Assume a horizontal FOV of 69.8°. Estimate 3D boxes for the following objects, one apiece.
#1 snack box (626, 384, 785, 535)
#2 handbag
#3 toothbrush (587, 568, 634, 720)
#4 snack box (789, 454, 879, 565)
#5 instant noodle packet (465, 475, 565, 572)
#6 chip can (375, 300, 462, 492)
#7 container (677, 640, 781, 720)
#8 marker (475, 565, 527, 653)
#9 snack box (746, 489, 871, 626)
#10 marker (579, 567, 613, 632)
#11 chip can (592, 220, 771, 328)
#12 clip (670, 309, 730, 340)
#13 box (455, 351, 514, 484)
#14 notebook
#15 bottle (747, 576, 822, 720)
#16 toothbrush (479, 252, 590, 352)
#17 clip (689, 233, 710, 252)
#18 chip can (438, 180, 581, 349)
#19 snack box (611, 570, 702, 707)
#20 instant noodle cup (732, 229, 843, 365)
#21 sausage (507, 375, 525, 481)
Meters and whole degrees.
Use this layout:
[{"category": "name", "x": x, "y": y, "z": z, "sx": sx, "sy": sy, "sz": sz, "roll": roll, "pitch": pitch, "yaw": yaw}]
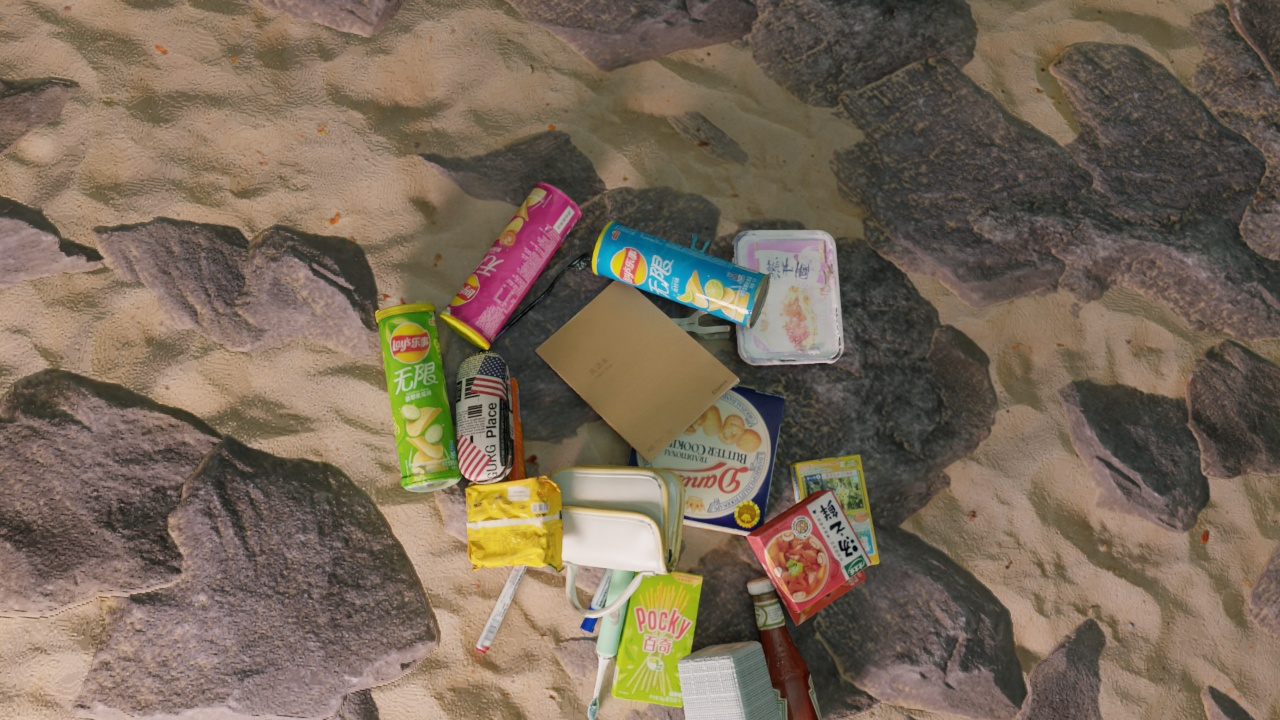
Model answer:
[{"category": "snack box", "x": 0.077, "y": 0.114, "z": 1.139, "sx": 0.178, "sy": 0.046, "sz": 0.182, "roll": 12, "pitch": 79, "yaw": -6}, {"category": "handbag", "x": -0.037, "y": 0.210, "z": 1.062, "sx": 0.164, "sy": 0.063, "sz": 0.178, "roll": 0, "pitch": 83, "yaw": 28}, {"category": "toothbrush", "x": -0.035, "y": 0.317, "z": 1.094, "sx": 0.026, "sy": 0.027, "sz": 0.224, "roll": 13, "pitch": 88, "yaw": 1}, {"category": "snack box", "x": 0.245, "y": 0.193, "z": 1.159, "sx": 0.087, "sy": 0.034, "sz": 0.140, "roll": -8, "pitch": 84, "yaw": -10}, {"category": "instant noodle packet", "x": -0.145, "y": 0.190, "z": 1.067, "sx": 0.129, "sy": 0.044, "sz": 0.110, "roll": -7, "pitch": 84, "yaw": 29}, {"category": "chip can", "x": -0.262, "y": 0.044, "z": 1.086, "sx": 0.072, "sy": 0.073, "sz": 0.221, "roll": -10, "pitch": 82, "yaw": -10}, {"category": "container", "x": 0.102, "y": 0.391, "z": 1.065, "sx": 0.090, "sy": 0.089, "sz": 0.111, "roll": -17, "pitch": 79, "yaw": 31}, {"category": "marker", "x": -0.158, "y": 0.278, "z": 1.093, "sx": 0.017, "sy": 0.017, "sz": 0.145, "roll": 26, "pitch": 78, "yaw": -4}, {"category": "snack box", "x": 0.208, "y": 0.237, "z": 1.100, "sx": 0.113, "sy": 0.044, "sz": 0.127, "roll": -29, "pitch": 90, "yaw": -17}, {"category": "marker", "x": -0.037, "y": 0.259, "z": 1.114, "sx": 0.017, "sy": 0.017, "sz": 0.145, "roll": 24, "pitch": 79, "yaw": -4}, {"category": "chip can", "x": 0.049, "y": -0.105, "z": 1.124, "sx": 0.210, "sy": 0.071, "sz": 0.071, "roll": 21, "pitch": 78, "yaw": 15}, {"category": "clip", "x": 0.071, "y": -0.048, "z": 1.155, "sx": 0.102, "sy": 0.094, "sz": 0.035, "roll": 1, "pitch": 81, "yaw": -20}, {"category": "box", "x": -0.183, "y": 0.069, "z": 1.094, "sx": 0.072, "sy": 0.060, "sz": 0.164, "roll": -3, "pitch": 66, "yaw": -3}, {"category": "notebook", "x": -0.007, "y": 0.007, "z": 1.123, "sx": 0.149, "sy": 0.012, "sz": 0.211, "roll": -42, "pitch": 67, "yaw": -12}, {"category": "bottle", "x": 0.170, "y": 0.366, "z": 1.107, "sx": 0.059, "sy": 0.060, "sz": 0.206, "roll": -13, "pitch": 83, "yaw": -10}, {"category": "toothbrush", "x": -0.131, "y": -0.071, "z": 1.154, "sx": 0.188, "sy": 0.014, "sz": 0.017, "roll": -44, "pitch": 102, "yaw": -12}, {"category": "clip", "x": 0.071, "y": -0.138, "z": 1.194, "sx": 0.049, "sy": 0.015, "sz": 0.056, "roll": 20, "pitch": 77, "yaw": -7}, {"category": "chip can", "x": -0.158, "y": -0.118, "z": 1.128, "sx": 0.071, "sy": 0.071, "sz": 0.210, "roll": 34, "pitch": 77, "yaw": -2}, {"category": "snack box", "x": 0.020, "y": 0.330, "z": 1.106, "sx": 0.085, "sy": 0.026, "sz": 0.156, "roll": 12, "pitch": 79, "yaw": -7}, {"category": "instant noodle cup", "x": 0.182, "y": -0.077, "z": 1.178, "sx": 0.138, "sy": 0.060, "sz": 0.173, "roll": -1, "pitch": 80, "yaw": -9}, {"category": "sausage", "x": -0.154, "y": 0.097, "z": 1.119, "sx": 0.021, "sy": 0.021, "sz": 0.165, "roll": -4, "pitch": 81, "yaw": -9}]
